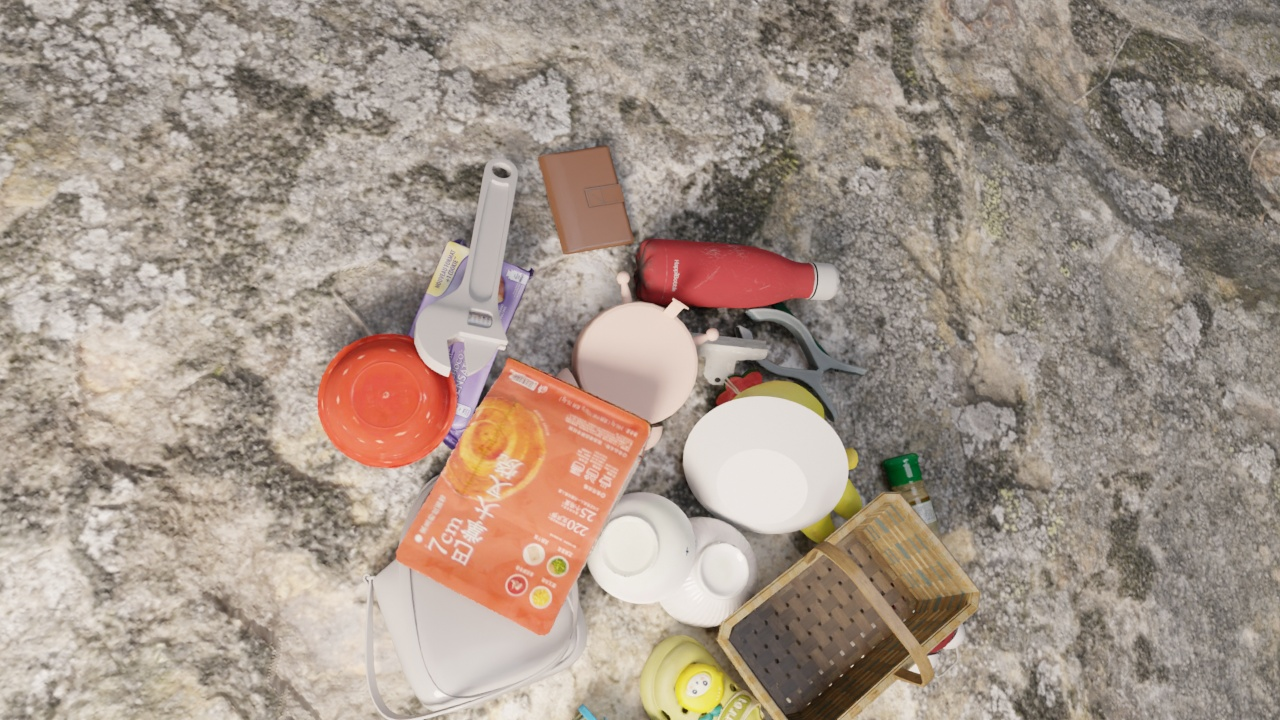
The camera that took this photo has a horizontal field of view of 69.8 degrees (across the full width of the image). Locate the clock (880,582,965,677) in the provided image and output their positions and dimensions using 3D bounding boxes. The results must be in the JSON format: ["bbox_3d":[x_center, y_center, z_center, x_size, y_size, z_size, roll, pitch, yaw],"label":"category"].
[{"bbox_3d":[0.320,0.299,1.048,0.087,0.044,0.124,-30,87,-23],"label":"clock"}]

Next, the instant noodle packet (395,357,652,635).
[{"bbox_3d":[-0.109,0.130,0.879,0.164,0.084,0.220,25,61,6],"label":"instant noodle packet"}]

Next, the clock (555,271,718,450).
[{"bbox_3d":[-0.006,0.006,0.973,0.131,0.086,0.160,32,91,-10],"label":"clock"}]

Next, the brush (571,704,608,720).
[{"bbox_3d":[-0.014,0.389,0.899,0.075,0.055,0.136,-38,91,-19],"label":"brush"}]

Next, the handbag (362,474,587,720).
[{"bbox_3d":[-0.168,0.211,0.879,0.215,0.096,0.222,-14,70,-24],"label":"handbag"}]

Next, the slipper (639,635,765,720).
[{"bbox_3d":[0.080,0.366,0.928,0.091,0.082,0.190,-44,96,-21],"label":"slipper"}]

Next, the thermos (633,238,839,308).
[{"bbox_3d":[0.114,-0.096,1.048,0.239,0.073,0.073,2,76,-15],"label":"thermos"}]

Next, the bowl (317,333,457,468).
[{"bbox_3d":[-0.238,0.036,0.862,0.130,0.045,0.130,2,82,-12],"label":"bowl"}]

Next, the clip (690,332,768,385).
[{"bbox_3d":[0.092,-0.006,1.044,0.102,0.054,0.057,7,59,2],"label":"clip"}]

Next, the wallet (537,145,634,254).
[{"bbox_3d":[-0.062,-0.184,1.049,0.087,0.013,0.121,-12,81,-17],"label":"wallet"}]

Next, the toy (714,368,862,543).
[{"bbox_3d":[0.163,0.105,1.016,0.133,0.092,0.207,-38,99,-9],"label":"toy"}]

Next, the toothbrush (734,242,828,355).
[{"bbox_3d":[0.169,-0.066,1.099,0.016,0.017,0.190,-42,93,-23],"label":"toothbrush"}]

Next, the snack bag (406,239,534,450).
[{"bbox_3d":[-0.190,-0.018,0.939,0.096,0.058,0.205,23,74,-8],"label":"snack bag"}]

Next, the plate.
[{"bbox_3d":[0.128,0.122,0.960,0.174,0.174,0.036,37,29,-8],"label":"plate"}]

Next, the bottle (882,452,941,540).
[{"bbox_3d":[0.322,0.166,1.083,0.043,0.043,0.111,-13,82,-22],"label":"bottle"}]

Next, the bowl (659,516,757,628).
[{"bbox_3d":[0.076,0.223,0.970,0.118,0.062,0.118,5,75,-18],"label":"bowl"}]

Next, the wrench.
[{"bbox_3d":[-0.167,-0.103,0.923,0.086,0.018,0.272,11,57,-14],"label":"wrench"}]

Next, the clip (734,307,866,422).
[{"bbox_3d":[0.193,-0.015,1.078,0.163,0.028,0.106,39,80,-6],"label":"clip"}]

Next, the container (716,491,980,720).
[{"bbox_3d":[0.212,0.255,0.917,0.249,0.187,0.157,-35,78,-15],"label":"container"}]

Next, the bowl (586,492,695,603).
[{"bbox_3d":[-0.005,0.188,0.923,0.113,0.063,0.113,-3,77,14],"label":"bowl"}]
